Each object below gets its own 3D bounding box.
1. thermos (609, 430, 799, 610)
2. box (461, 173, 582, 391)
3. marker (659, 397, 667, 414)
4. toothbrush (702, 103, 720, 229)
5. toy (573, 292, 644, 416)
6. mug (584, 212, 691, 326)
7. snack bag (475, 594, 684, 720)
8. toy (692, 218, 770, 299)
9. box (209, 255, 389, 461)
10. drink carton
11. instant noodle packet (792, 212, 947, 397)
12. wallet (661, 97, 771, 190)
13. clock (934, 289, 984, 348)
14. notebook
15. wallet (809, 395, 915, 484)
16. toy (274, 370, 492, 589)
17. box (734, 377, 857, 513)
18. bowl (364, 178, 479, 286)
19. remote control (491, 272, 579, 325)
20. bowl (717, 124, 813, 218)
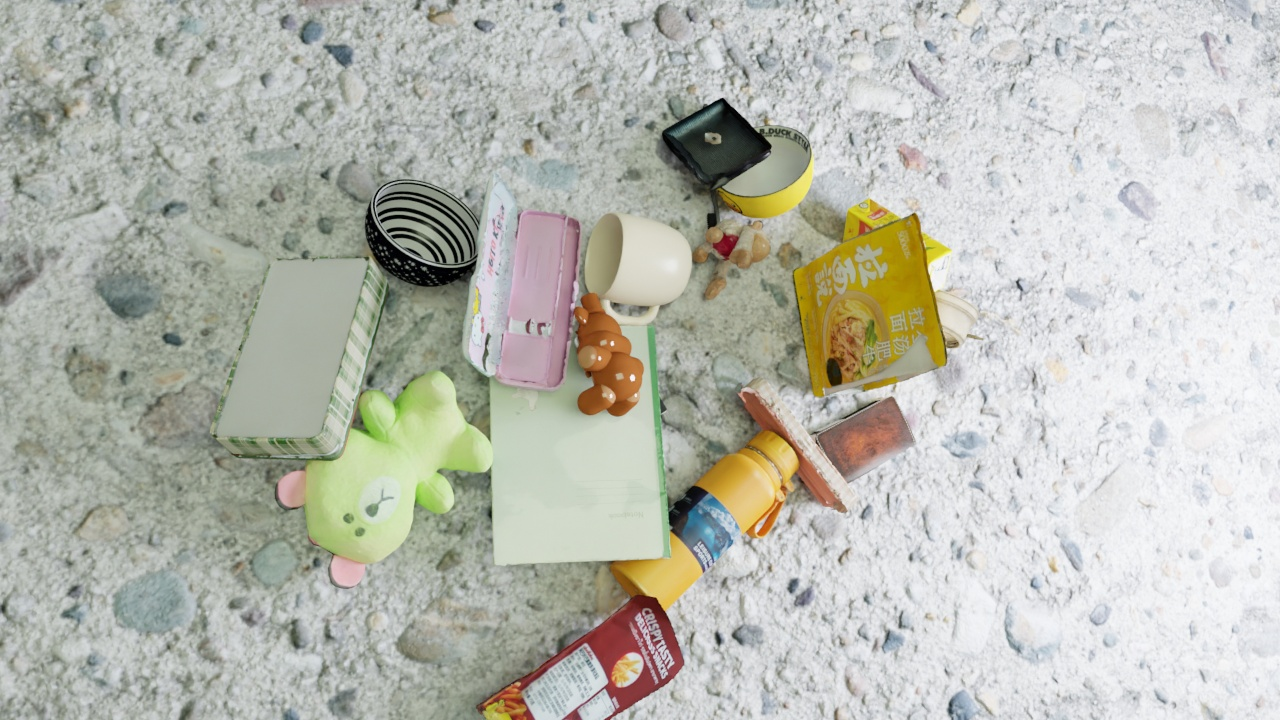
[{"bbox_3d":[0.078,0.177,1.003,0.232,0.076,0.091,-41,131,-20],"label":"thermos"},{"bbox_3d":[-0.129,-0.074,0.948,0.146,0.077,0.201,21,65,-38],"label":"box"},{"bbox_3d":[-0.006,0.006,1.028,0.124,0.021,0.017,59,25,-3],"label":"marker"},{"bbox_3d":[0.084,-0.228,1.099,0.013,0.013,0.167,-2,82,-10],"label":"toothbrush"},{"bbox_3d":[-0.041,-0.008,0.949,0.094,0.065,0.127,16,48,-54],"label":"toy"},{"bbox_3d":[0.001,-0.096,1.009,0.099,0.096,0.120,8,93,-28],"label":"mug"},{"bbox_3d":[-0.051,0.330,0.926,0.207,0.066,0.139,-28,124,-12],"label":"snack bag"},{"bbox_3d":[0.112,-0.126,1.069,0.074,0.085,0.105,46,49,15],"label":"toy"},{"bbox_3d":[-0.317,-0.006,0.866,0.118,0.051,0.205,-2,59,10],"label":"box"},{"bbox_3d":[0.304,-0.136,1.095,0.042,0.059,0.134,-28,49,-22],"label":"drink carton"},{"bbox_3d":[0.260,-0.055,1.019,0.084,0.222,0.163,-5,82,-16],"label":"instant noodle packet"},{"bbox_3d":[0.089,-0.251,1.063,0.089,0.026,0.115,-31,56,-5],"label":"wallet"},{"bbox_3d":[0.341,-0.055,1.118,0.141,0.093,0.054,24,81,-4],"label":"clock"},{"bbox_3d":[-0.065,0.082,0.953,0.182,0.010,0.252,0,73,-12],"label":"notebook"},{"bbox_3d":[0.268,0.097,1.103,0.122,0.019,0.072,-25,89,-20],"label":"wallet"},{"bbox_3d":[-0.249,0.105,0.896,0.196,0.107,0.150,-33,116,-11],"label":"toy"},{"bbox_3d":[0.175,0.097,1.045,0.041,0.083,0.187,-39,96,-18],"label":"box"},{"bbox_3d":[-0.229,-0.120,0.944,0.120,0.067,0.120,22,42,-22],"label":"bowl"},{"bbox_3d":[-0.104,-0.040,1.000,0.143,0.024,0.049,27,78,-7],"label":"remote control"},{"bbox_3d":[0.147,-0.212,1.078,0.117,0.068,0.117,-10,53,14],"label":"bowl"}]
